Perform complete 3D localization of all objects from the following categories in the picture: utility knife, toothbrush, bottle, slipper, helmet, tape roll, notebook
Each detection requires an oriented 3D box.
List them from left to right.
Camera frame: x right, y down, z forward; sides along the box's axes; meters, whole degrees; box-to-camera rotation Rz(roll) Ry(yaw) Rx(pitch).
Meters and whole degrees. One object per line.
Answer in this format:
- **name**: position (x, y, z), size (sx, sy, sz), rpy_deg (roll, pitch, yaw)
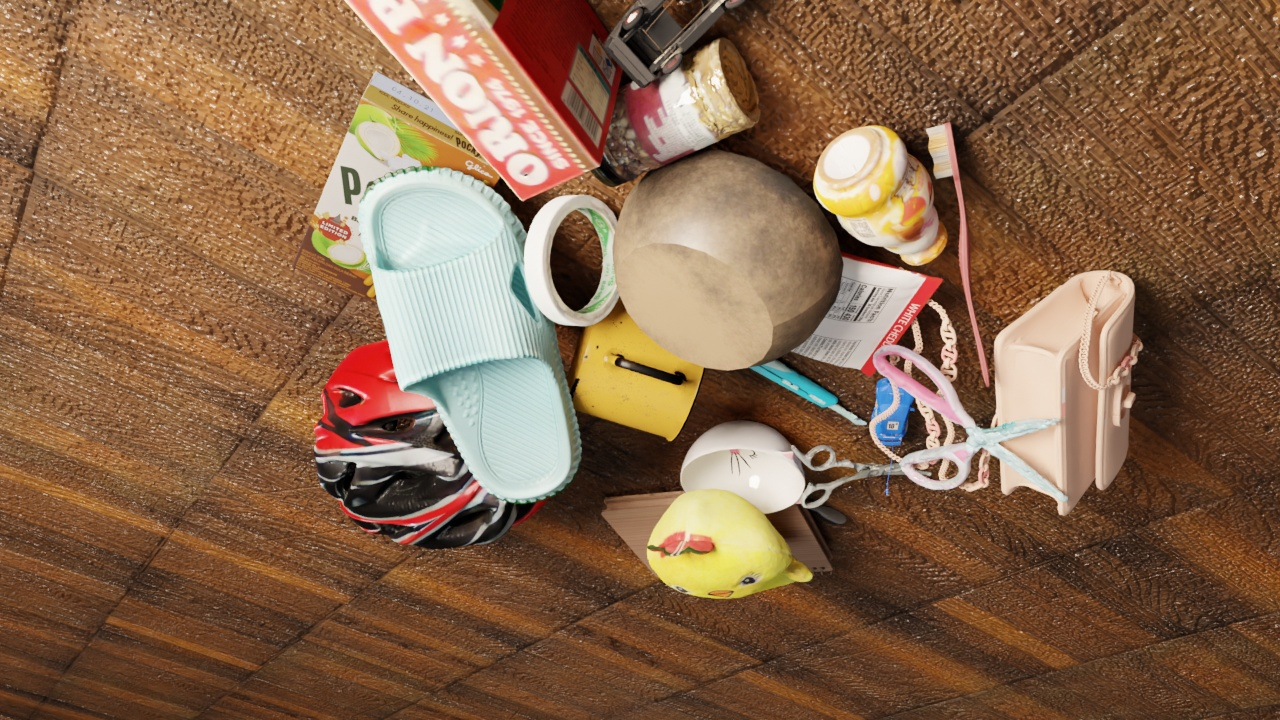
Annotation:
- **helmet**: position (-0.189, 0.082, 0.834), size (0.217, 0.166, 0.273), rpy_deg (39, 144, -28)
- **slipper**: position (-0.112, -0.004, 0.651), size (0.116, 0.069, 0.276), rpy_deg (-18, 115, -3)
- **tape roll**: position (-0.045, -0.071, 0.655), size (0.018, 0.093, 0.094), rpy_deg (5, 145, 36)
- **bottle**: position (0.016, -0.154, 0.575), size (0.105, 0.056, 0.056), rpy_deg (-18, 134, 29)
- **notebook**: position (0.086, 0.191, 0.990), size (0.211, 0.022, 0.169), rpy_deg (-8, 139, 24)
- **toothbrush**: position (0.141, 0.135, 0.932), size (0.167, 0.012, 0.013), rpy_deg (26, 145, -20)
- **utility knife**: position (0.147, 0.024, 0.799), size (0.148, 0.015, 0.022), rpy_deg (28, 140, -25)
- **bottle**: position (0.163, -0.104, 0.604), size (0.063, 0.063, 0.108), rpy_deg (-25, 139, 33)
- **toothbrush**: position (0.215, -0.066, 0.613), size (0.016, 0.015, 0.184), rpy_deg (-9, 109, 22)

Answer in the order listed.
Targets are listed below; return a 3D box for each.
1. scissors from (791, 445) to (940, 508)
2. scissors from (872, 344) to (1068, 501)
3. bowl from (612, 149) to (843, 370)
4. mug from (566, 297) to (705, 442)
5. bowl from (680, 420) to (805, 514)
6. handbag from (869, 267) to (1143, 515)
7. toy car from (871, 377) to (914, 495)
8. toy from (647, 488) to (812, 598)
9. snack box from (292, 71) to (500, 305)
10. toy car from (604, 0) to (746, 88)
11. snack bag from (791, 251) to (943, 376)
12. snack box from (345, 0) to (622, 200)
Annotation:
- **scissors**: position (0.205, 0.092, 0.833), size (0.159, 0.014, 0.121), rpy_deg (-23, 130, -6)
- **scissors**: position (0.241, 0.059, 0.699), size (0.170, 0.013, 0.175), rpy_deg (37, 151, 18)
- **bowl**: position (0.051, -0.058, 0.631), size (0.162, 0.070, 0.162), rpy_deg (22, 146, 16)
- **mug**: position (-0.004, 0.004, 0.722), size (0.094, 0.100, 0.124), rpy_deg (17, -179, -8)
- **bowl**: position (0.096, 0.095, 0.862), size (0.115, 0.050, 0.115), rpy_deg (5, 140, 4)
- **handbag**: position (0.281, -0.002, 0.711), size (0.187, 0.116, 0.199), rpy_deg (22, 139, 45)
- **toy car**: position (0.219, 0.066, 0.797), size (0.033, 0.061, 0.092), rpy_deg (1, 140, 8)
- **toy**: position (0.084, 0.181, 0.862), size (0.134, 0.092, 0.207), rpy_deg (-10, 147, 29)
- **snack box**: position (-0.181, -0.112, 0.678), size (0.101, 0.031, 0.187), rpy_deg (25, 138, -19)
- **toy car**: position (0.022, -0.201, 0.524), size (0.092, 0.037, 0.040), rpy_deg (-42, 122, 13)
- **snack bag**: position (0.130, -0.045, 0.689), size (0.144, 0.039, 0.131), rpy_deg (21, 147, 2)
- **snack box**: position (-0.100, -0.209, 0.485), size (0.060, 0.113, 0.236), rpy_deg (-17, 134, 28)
